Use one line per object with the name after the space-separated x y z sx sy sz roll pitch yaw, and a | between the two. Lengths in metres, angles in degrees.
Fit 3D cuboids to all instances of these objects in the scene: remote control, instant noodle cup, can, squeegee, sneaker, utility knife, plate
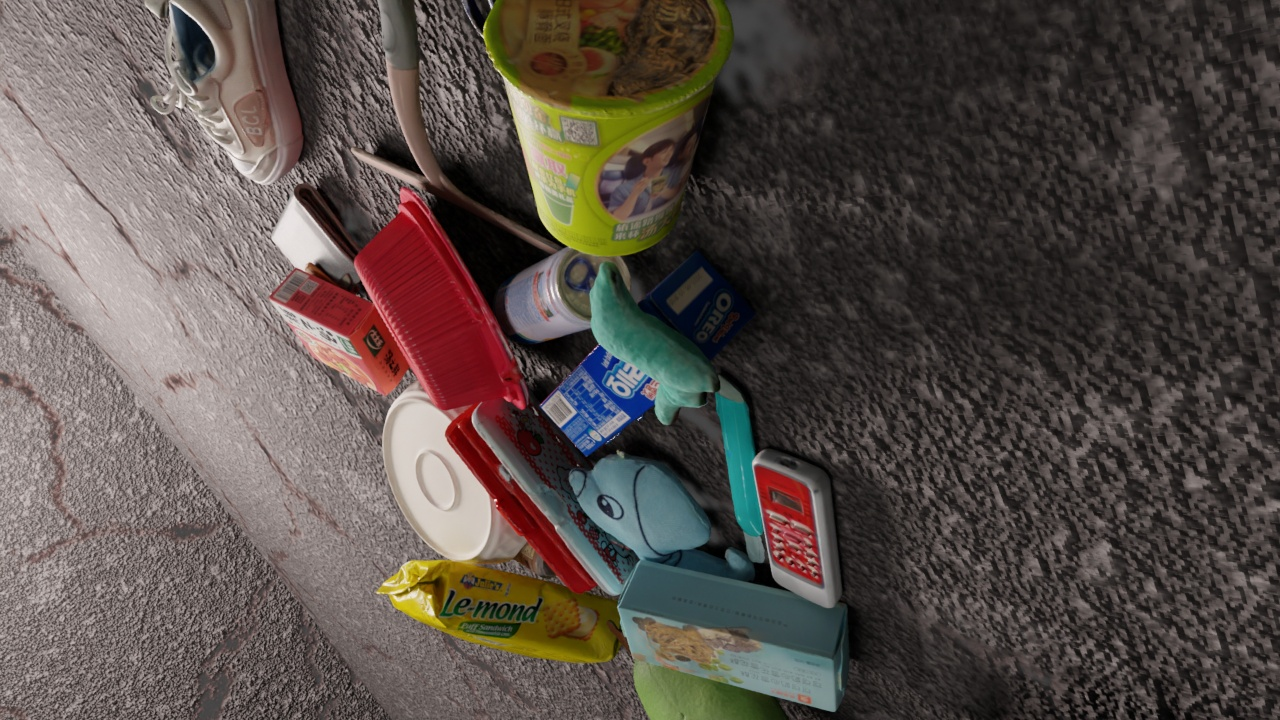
0.110 0.120 0.640 0.056 0.020 0.136 20 139 37 | remote control
-0.016 -0.118 0.461 0.112 0.111 0.124 36 154 18 | instant noodle cup
-0.124 0.175 0.950 0.116 0.058 0.059 23 141 35 | can
-0.055 -0.043 0.613 0.053 0.053 0.135 55 157 -11 | can
-0.149 -0.190 0.600 0.248 0.040 0.250 28 143 29 | squeegee
-0.346 -0.221 0.757 0.089 0.090 0.243 42 149 12 | sneaker
0.073 0.083 0.651 0.029 0.013 0.187 23 139 37 | utility knife
-0.187 0.112 0.909 0.205 0.045 0.205 17 117 38 | plate
-0.160 -0.033 0.704 0.193 0.065 0.194 55 166 20 | instant noodle cup

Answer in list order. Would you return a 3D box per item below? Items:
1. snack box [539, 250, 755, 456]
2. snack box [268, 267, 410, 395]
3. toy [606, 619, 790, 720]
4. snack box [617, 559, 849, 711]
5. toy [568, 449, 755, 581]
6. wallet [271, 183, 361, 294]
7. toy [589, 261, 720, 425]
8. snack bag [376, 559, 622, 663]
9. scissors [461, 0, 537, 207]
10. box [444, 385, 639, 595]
-0.004 0.004 0.615 0.057 0.058 0.208 48 149 0 | snack box
-0.286 -0.023 0.907 0.127 0.044 0.113 24 154 20 | snack box
0.061 0.297 0.809 0.246 0.089 0.228 52 130 26 | toy
0.073 0.212 0.711 0.175 0.051 0.074 8 133 22 | snack box
0.015 0.133 0.741 0.161 0.049 0.156 11 126 25 | toy
-0.316 -0.104 0.899 0.106 0.036 0.130 54 149 -9 | wallet
0.006 -0.002 0.517 0.092 0.030 0.097 38 150 17 | toy
-0.139 0.264 0.959 0.246 0.068 0.158 21 156 -22 | snack bag
-0.064 -0.166 0.538 0.163 0.012 0.163 48 144 5 | scissors
-0.079 0.116 0.791 0.201 0.095 0.098 53 -179 -9 | box
